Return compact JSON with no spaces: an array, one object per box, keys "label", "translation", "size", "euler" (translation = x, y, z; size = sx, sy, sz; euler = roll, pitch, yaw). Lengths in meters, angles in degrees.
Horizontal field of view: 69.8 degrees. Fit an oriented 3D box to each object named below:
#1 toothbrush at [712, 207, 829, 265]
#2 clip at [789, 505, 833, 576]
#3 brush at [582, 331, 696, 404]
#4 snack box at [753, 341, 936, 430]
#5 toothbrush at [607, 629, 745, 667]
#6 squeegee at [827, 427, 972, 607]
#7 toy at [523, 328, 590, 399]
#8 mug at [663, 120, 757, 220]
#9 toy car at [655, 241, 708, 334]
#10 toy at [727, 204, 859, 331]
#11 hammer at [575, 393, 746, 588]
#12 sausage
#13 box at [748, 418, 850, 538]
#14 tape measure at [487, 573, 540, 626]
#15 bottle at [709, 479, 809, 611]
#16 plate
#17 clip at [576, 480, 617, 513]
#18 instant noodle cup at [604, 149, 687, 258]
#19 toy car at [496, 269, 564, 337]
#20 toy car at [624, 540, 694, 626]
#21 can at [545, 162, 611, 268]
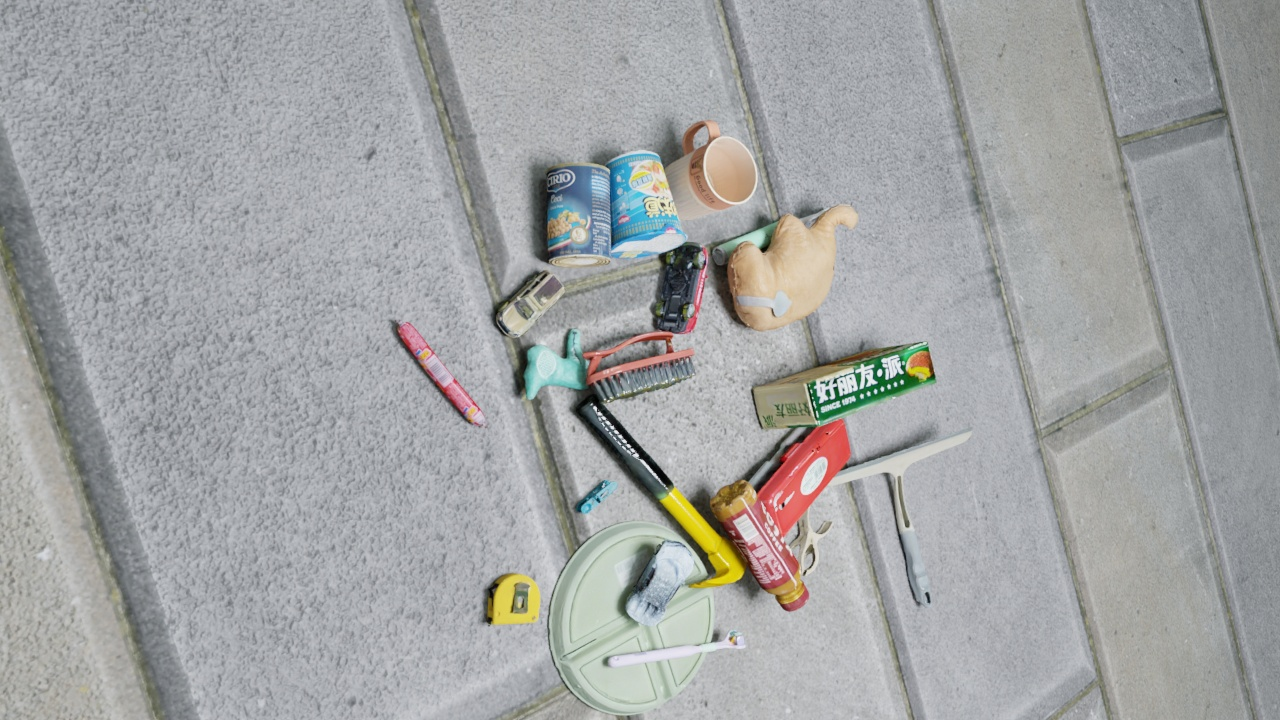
[{"label":"toothbrush","translation":[0.187,-0.177,1.266],"size":[0.223,0.027,0.027],"euler":[-25,93,-31]},{"label":"clip","translation":[0.224,0.245,1.244],"size":[0.064,0.034,0.098],"euler":[37,63,-23]},{"label":"brush","translation":[-0.007,0.006,1.098],"size":[0.145,0.063,0.069],"euler":[-13,81,-39]},{"label":"snack box","translation":[0.280,0.033,1.251],"size":[0.239,0.115,0.063],"euler":[-15,93,-33]},{"label":"toothbrush","translation":[0.045,0.348,1.098],"size":[0.188,0.029,0.021],"euler":[1,122,-31]},{"label":"squeegee","translation":[0.393,0.244,1.346],"size":[0.246,0.039,0.246],"euler":[-16,100,-14]},{"label":"toy","translation":[-0.095,0.005,1.074],"size":[0.091,0.030,0.096],"euler":[13,71,-35]},{"label":"mug","translation":[0.080,-0.241,1.159],"size":[0.081,0.106,0.114],"euler":[-12,91,-32]},{"label":"toy car","translation":[0.055,-0.091,1.161],"size":[0.045,0.053,0.120],"euler":[19,80,-57]},{"label":"toy","translation":[0.210,-0.126,1.236],"size":[0.225,0.082,0.143],"euler":[-33,124,-27]},{"label":"hammer","translation":[0.029,0.160,1.119],"size":[0.301,0.033,0.128],"euler":[49,40,-13]},{"label":"sausage","translation":[-0.217,0.017,1.001],"size":[0.020,0.020,0.156],"euler":[-45,108,-27]},{"label":"box","translation":[0.205,0.156,1.228],"size":[0.200,0.068,0.090],"euler":[-41,123,-37]},{"label":"tape measure","translation":[-0.139,0.266,1.019],"size":[0.060,0.029,0.057],"euler":[7,81,-31]},{"label":"bottle","translation":[0.152,0.232,1.135],"size":[0.057,0.058,0.175],"euler":[-40,106,-28]},{"label":"plate","translation":[-0.002,0.309,1.101],"size":[0.229,0.028,0.230],"euler":[4,83,-32]},{"label":"clip","translation":[-0.052,0.162,1.089],"size":[0.056,0.041,0.014],"euler":[-38,104,-22]},{"label":"instant noodle cup","translation":[0.000,-0.191,1.118],"size":[0.099,0.099,0.110],"euler":[-5,79,-32]},{"label":"toy car","translation":[-0.127,-0.065,1.057],"size":[0.090,0.035,0.042],"euler":[-47,108,-24]},{"label":"toy car","translation":[0.023,0.260,1.068],"size":[0.049,0.031,0.105],"euler":[30,91,-11]},{"label":"can","translation":[-0.072,-0.167,1.076],"size":[0.075,0.075,0.111],"euler":[1,85,-32]}]
